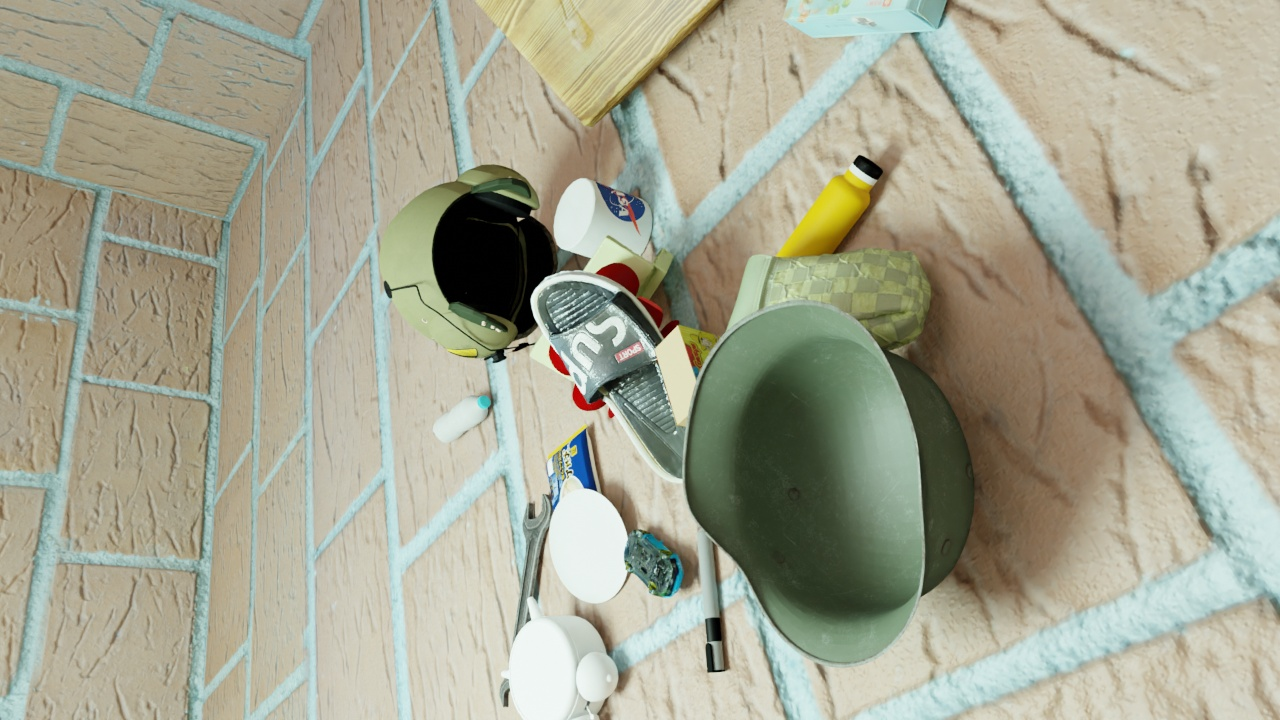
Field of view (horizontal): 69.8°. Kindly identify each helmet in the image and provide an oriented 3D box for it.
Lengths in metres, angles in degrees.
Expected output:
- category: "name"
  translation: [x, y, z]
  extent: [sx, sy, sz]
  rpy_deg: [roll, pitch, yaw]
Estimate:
- category: "helmet"
  translation: [0.166, 0.095, 0.719]
  extent: [0.228, 0.153, 0.267]
  rpy_deg: [-18, 71, 49]
- category: "helmet"
  translation: [-0.206, -0.121, 1.200]
  extent: [0.233, 0.255, 0.250]
  rpy_deg: [-2, 76, 51]

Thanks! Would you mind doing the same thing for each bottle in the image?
- category: "bottle"
  translation: [0.176, -0.129, 0.878]
  extent: [0.144, 0.043, 0.043]
  rpy_deg: [-56, 40, 26]
- category: "bottle"
  translation: [-0.274, 0.087, 1.425]
  extent: [0.137, 0.044, 0.044]
  rpy_deg: [-33, 54, 44]

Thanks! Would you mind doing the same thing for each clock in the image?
- category: "clock"
  translation: [-0.089, 0.363, 1.068]
  extent: [0.161, 0.072, 0.125]
  rpy_deg: [29, 102, 47]

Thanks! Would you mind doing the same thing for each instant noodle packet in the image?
- category: "instant noodle packet"
  translation: [-0.082, 0.158, 1.153]
  extent: [0.087, 0.026, 0.134]
  rpy_deg: [-41, 49, 35]

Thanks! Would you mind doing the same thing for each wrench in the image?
- category: "wrench"
  translation: [-0.150, 0.311, 1.197]
  extent: [0.070, 0.010, 0.273]
  rpy_deg: [-12, 67, 53]

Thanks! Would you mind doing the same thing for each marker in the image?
- category: "marker"
  translation: [0.070, 0.241, 0.924]
  extent: [0.016, 0.016, 0.140]
  rpy_deg: [-30, 55, 46]

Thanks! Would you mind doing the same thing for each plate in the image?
- category: "plate"
  translation: [-0.059, 0.220, 1.091]
  extent: [0.135, 0.011, 0.134]
  rpy_deg: [1, 92, 42]

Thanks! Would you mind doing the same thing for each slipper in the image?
- category: "slipper"
  translation: [-0.013, 0.021, 0.933]
  extent: [0.111, 0.264, 0.063]
  rpy_deg: [-31, 12, 24]

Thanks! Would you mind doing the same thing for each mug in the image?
- category: "mug"
  translation: [-0.052, -0.184, 1.169]
  extent: [0.091, 0.090, 0.121]
  rpy_deg: [-52, 42, 30]

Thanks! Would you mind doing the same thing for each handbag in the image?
- category: "handbag"
  translation: [0.165, -0.032, 0.812]
  extent: [0.187, 0.117, 0.113]
  rpy_deg: [-3, 47, 30]

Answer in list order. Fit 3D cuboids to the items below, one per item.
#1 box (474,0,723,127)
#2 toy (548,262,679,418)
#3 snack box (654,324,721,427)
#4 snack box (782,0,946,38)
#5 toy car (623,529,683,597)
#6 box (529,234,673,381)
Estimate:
- category: "box"
  translation: [-0.014, -0.551, 1.201]
  extent: [0.280, 0.286, 0.335]
  rpy_deg: [-32, 17, 46]
- category: "toy"
  translation: [-0.006, 0.006, 1.017]
  extent: [0.197, 0.120, 0.159]
  rpy_deg: [39, 115, 8]
- category: "snack box"
  translation: [0.084, 0.025, 0.882]
  extent: [0.040, 0.125, 0.088]
  rpy_deg: [-46, 45, 36]
- category: "snack box"
  translation: [0.219, -0.360, 0.889]
  extent: [0.175, 0.053, 0.075]
  rpy_deg: [26, 101, 55]
- category: "toy car"
  translation: [0.016, 0.219, 0.993]
  extent: [0.105, 0.032, 0.048]
  rpy_deg: [23, 98, 60]
- category: "box"
  translation: [-0.043, -0.065, 1.106]
  extent: [0.188, 0.098, 0.082]
  rpy_deg: [-52, 8, 26]
